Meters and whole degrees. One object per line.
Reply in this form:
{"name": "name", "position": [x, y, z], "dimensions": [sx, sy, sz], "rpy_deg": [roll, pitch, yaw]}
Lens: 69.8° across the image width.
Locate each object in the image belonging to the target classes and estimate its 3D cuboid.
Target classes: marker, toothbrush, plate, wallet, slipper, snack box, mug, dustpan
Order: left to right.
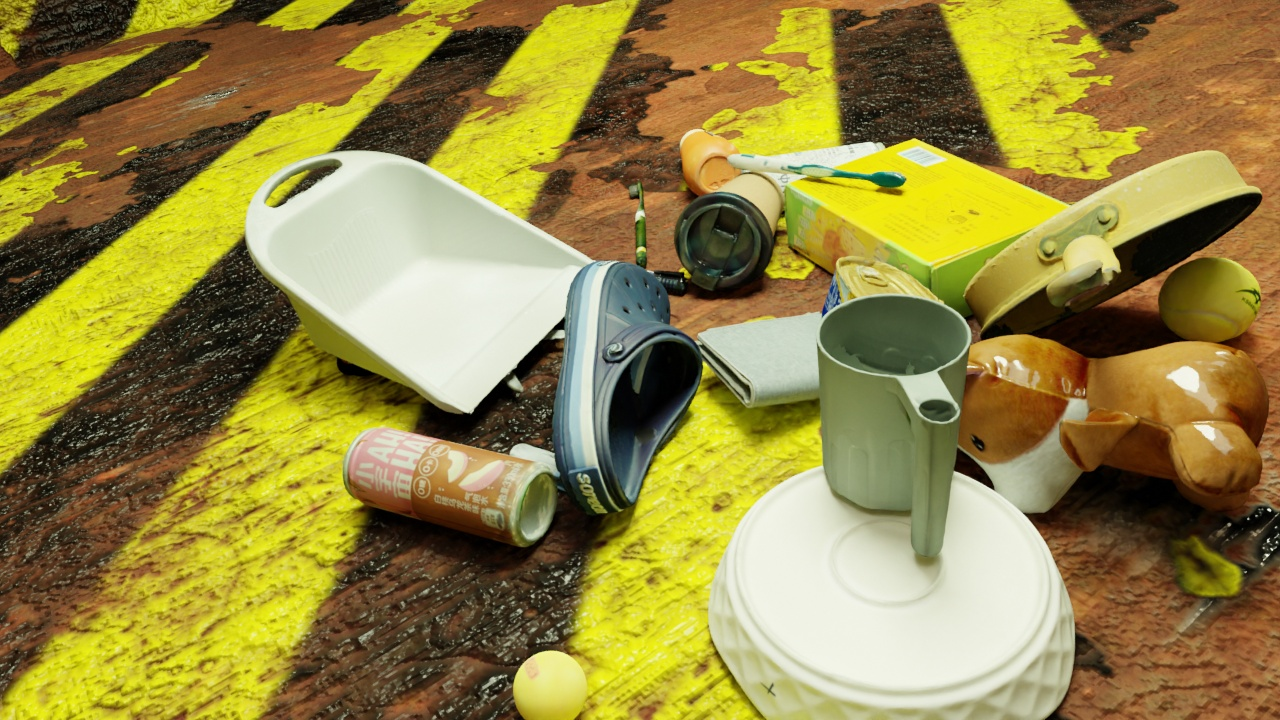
{"name": "dustpan", "position": [-0.205, -0.095, 0.804], "dimensions": [0.258, 0.143, 0.222], "rpy_deg": [10, 41, 30]}
{"name": "marker", "position": [-0.014, -0.084, 0.884], "dimensions": [0.131, 0.023, 0.018], "rpy_deg": [13, 15, 27]}
{"name": "slipper", "position": [-0.004, 0.004, 0.681], "dimensions": [0.095, 0.105, 0.252], "rpy_deg": [-8, 37, 15]}
{"name": "toothbrush", "position": [-0.003, -0.147, 0.980], "dimensions": [0.017, 0.012, 0.185], "rpy_deg": [-12, 35, 7]}
{"name": "wallet", "position": [0.118, 0.000, 0.715], "dimensions": [0.129, 0.037, 0.106], "rpy_deg": [-7, 29, -22]}
{"name": "toothbrush", "position": [0.161, -0.180, 0.864], "dimensions": [0.192, 0.016, 0.018], "rpy_deg": [17, 32, 38]}
{"name": "plate", "position": [0.141, 0.128, 0.526], "dimensions": [0.205, 0.046, 0.204], "rpy_deg": [-6, 34, 4]}
{"name": "mug", "position": [0.148, 0.036, 0.524], "dimensions": [0.083, 0.103, 0.123], "rpy_deg": [-8, 36, 0]}
{"name": "snack box", "position": [0.251, -0.120, 0.831], "dimensions": [0.157, 0.070, 0.210], "rpy_deg": [-21, 37, -17]}

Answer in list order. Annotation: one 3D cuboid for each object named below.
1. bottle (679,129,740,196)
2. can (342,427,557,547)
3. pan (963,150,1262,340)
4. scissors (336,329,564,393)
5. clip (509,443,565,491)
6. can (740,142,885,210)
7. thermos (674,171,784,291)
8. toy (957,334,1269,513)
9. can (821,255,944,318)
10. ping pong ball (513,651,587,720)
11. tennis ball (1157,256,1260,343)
{"name": "bottle", "position": [0.073, -0.231, 1.044], "dimensions": [0.067, 0.067, 0.149], "rpy_deg": [-11, 27, -2]}
{"name": "can", "position": [-0.133, 0.086, 0.638], "dimensions": [0.147, 0.058, 0.057], "rpy_deg": [9, 39, 25]}
{"name": "pan", "position": [0.290, -0.061, 0.583], "dimensions": [0.198, 0.078, 0.356], "rpy_deg": [-34, -19, 29]}
{"name": "scissors", "position": [-0.168, -0.020, 0.829], "dimensions": [0.232, 0.022, 0.220], "rpy_deg": [-15, 36, -6]}
{"name": "clip", "position": [-0.070, 0.076, 0.672], "dimensions": [0.058, 0.036, 0.025], "rpy_deg": [14, 43, 29]}
{"name": "can", "position": [0.180, -0.190, 0.956], "dimensions": [0.147, 0.058, 0.058], "rpy_deg": [-7, 35, 3]}
{"name": "thermos", "position": [0.091, -0.130, 0.874], "dimensions": [0.093, 0.093, 0.142], "rpy_deg": [5, 29, 20]}
{"name": "toy", "position": [0.271, 0.041, 0.575], "dimensions": [0.200, 0.140, 0.130], "rpy_deg": [16, 83, 33]}
{"name": "can", "position": [0.185, -0.030, 0.695], "dimensions": [0.074, 0.049, 0.148], "rpy_deg": [8, 26, -11]}
{"name": "ping pong ball", "position": [-0.049, 0.179, 0.500], "dimensions": [0.040, 0.040, 0.040], "rpy_deg": [-6, 35, 4]}
{"name": "tennis ball", "position": [0.426, -0.045, 0.688], "dimensions": [0.065, 0.065, 0.065], "rpy_deg": [-6, 35, 4]}
